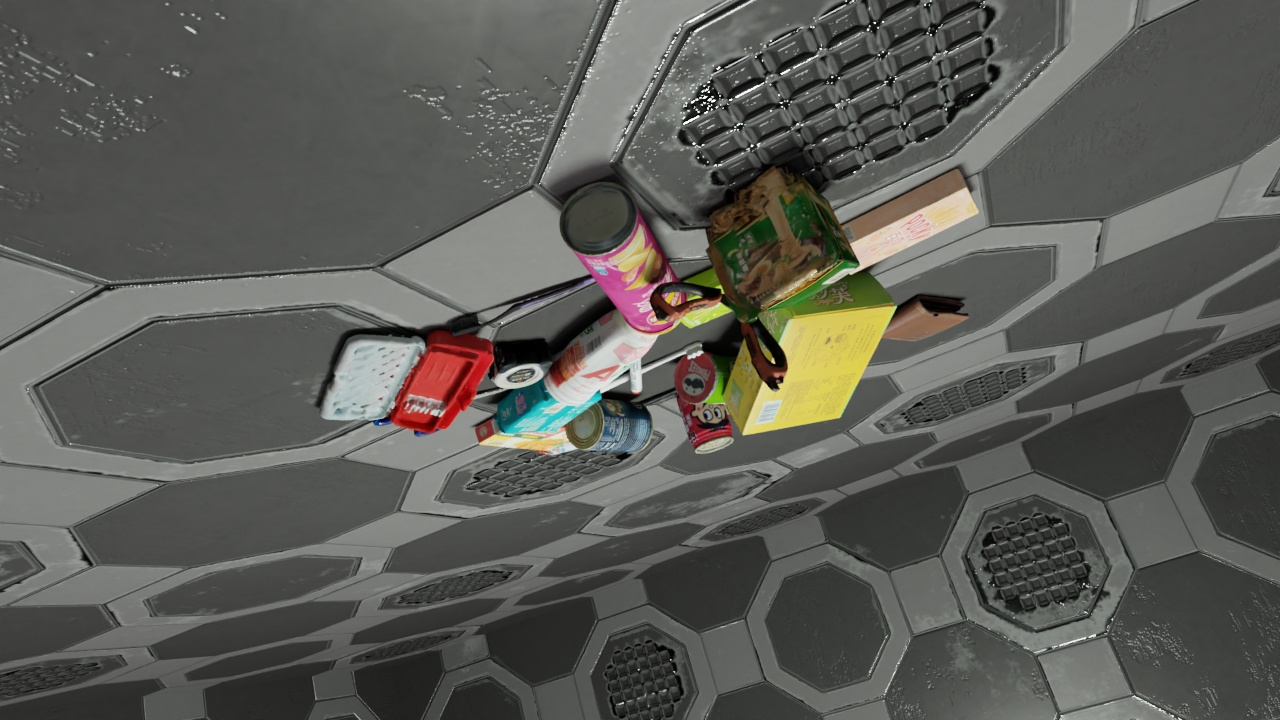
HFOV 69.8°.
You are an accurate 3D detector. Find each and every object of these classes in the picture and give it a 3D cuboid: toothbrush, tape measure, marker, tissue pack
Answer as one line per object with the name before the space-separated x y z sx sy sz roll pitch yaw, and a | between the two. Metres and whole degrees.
toothbrush | 0.003 0.017 1.230 0.180 0.016 0.016 -23 152 18
toothbrush | -0.109 -0.064 0.945 0.189 0.016 0.014 -21 169 2
tape measure | -0.142 0.005 1.062 0.065 0.033 0.066 -3 153 -29
marker | -0.007 0.007 1.174 0.017 0.017 0.145 -15 154 -6
toothbrush | 0.037 0.054 1.359 0.181 0.018 0.015 -22 162 18
tissue pack | -0.120 0.052 1.177 0.093 0.050 0.134 -1 155 -41

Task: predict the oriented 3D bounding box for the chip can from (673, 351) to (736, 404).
chip can | 0.148 0.031 1.305 0.072 0.072 0.235 -31 156 35

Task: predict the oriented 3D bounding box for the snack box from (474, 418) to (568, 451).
snack box | -0.153 0.098 1.305 0.077 0.027 0.155 -29 157 27

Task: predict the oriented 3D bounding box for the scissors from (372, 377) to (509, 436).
scissors | -0.253 0.061 1.151 0.174 0.012 0.163 -8 157 -26

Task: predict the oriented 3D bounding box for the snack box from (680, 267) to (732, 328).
snack box | 0.108 -0.086 1.031 0.156 0.026 0.085 -23 160 15

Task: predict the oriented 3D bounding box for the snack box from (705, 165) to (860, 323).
snack box | 0.145 -0.107 0.881 0.118 0.117 0.105 -33 158 33

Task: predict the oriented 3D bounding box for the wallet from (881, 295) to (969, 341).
wallet | 0.402 -0.056 1.338 0.124 0.032 0.101 2 155 -40

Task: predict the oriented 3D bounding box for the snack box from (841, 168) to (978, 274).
snack box | 0.285 -0.149 1.006 0.158 0.026 0.084 -25 158 23

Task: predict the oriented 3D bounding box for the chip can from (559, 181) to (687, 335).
chip can | -0.011 -0.089 0.864 0.071 0.071 0.210 -20 159 8

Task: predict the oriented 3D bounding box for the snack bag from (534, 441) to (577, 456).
snack bag | -0.114 0.127 1.414 0.104 0.026 0.048 -12 171 -11

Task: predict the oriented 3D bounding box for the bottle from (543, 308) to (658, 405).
bottle | -0.033 -0.017 1.042 0.068 0.068 0.197 2 151 -42

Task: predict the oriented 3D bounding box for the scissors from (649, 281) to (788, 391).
scissors | 0.087 -0.052 0.889 0.189 0.225 0.015 19 125 -24

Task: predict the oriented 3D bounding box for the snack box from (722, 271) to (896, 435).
snack box | 0.209 -0.007 1.162 0.157 0.070 0.211 -8 137 -23

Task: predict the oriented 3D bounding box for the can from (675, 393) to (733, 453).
can | 0.097 0.085 1.371 0.066 0.093 0.067 -15 160 -6

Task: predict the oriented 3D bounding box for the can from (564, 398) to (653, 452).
can | -0.045 0.092 1.305 0.075 0.075 0.111 -31 156 33

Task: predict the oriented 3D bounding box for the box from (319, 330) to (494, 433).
box | -0.262 0.023 1.014 0.158 0.039 0.202 11 149 -23
